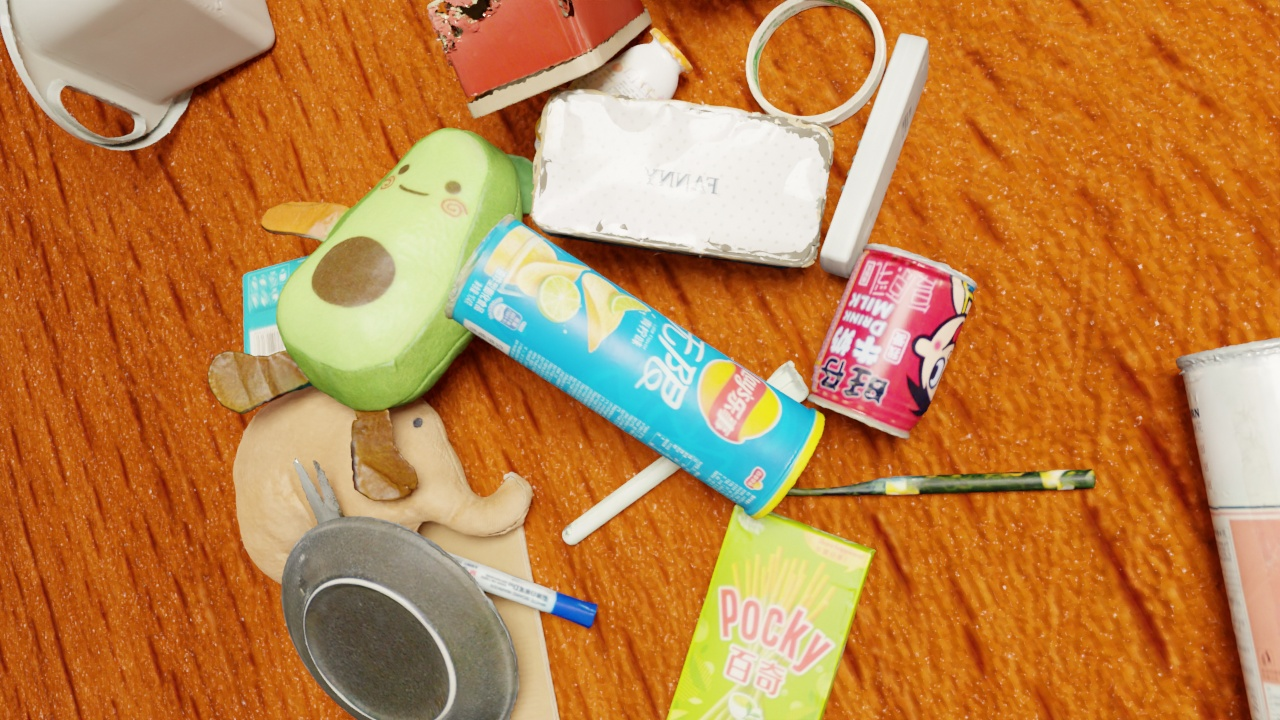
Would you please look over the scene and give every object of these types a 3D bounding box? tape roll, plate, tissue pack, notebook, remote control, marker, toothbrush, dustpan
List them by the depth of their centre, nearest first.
[{"bbox_3d":[0.157,0.068,0.525,0.186,0.012,0.017,-5,71,22],"label":"toothbrush"},{"bbox_3d":[0.135,-0.114,0.530,0.019,0.056,0.135,20,93,17],"label":"remote control"},{"bbox_3d":[0.108,-0.187,0.572,0.086,0.014,0.085,-3,83,22],"label":"tape roll"},{"bbox_3d":[0.023,0.064,0.577,0.190,0.020,0.029,-37,47,16],"label":"toothbrush"},{"bbox_3d":[-0.162,0.182,0.584,0.180,0.024,0.180,9,115,20],"label":"plate"},{"bbox_3d":[-0.098,0.140,0.586,0.146,0.017,0.017,20,92,-3],"label":"marker"},{"bbox_3d":[-0.129,0.211,0.628,0.150,0.012,0.211,-17,77,20],"label":"notebook"},{"bbox_3d":[-0.231,-0.031,0.676,0.134,0.050,0.093,-12,78,21],"label":"tissue pack"},{"bbox_3d":[-0.393,-0.304,0.687,0.143,0.222,0.257,-22,87,7],"label":"dustpan"}]

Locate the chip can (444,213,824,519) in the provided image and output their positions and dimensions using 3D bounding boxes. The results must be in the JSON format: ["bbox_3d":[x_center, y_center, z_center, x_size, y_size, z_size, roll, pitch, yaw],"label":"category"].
[{"bbox_3d":[-0.003,0.003,0.517,0.210,0.071,0.071,33,97,0],"label":"chip can"}]

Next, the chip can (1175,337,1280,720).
[{"bbox_3d":[0.309,0.099,0.426,0.071,0.071,0.214,-9,81,21],"label":"chip can"}]

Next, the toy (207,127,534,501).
[{"bbox_3d":[-0.156,-0.047,0.587,0.227,0.090,0.246,26,78,12],"label":"toy"}]

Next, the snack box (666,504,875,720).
[{"bbox_3d":[0.074,0.171,0.540,0.086,0.026,0.156,18,91,22],"label":"snack box"}]

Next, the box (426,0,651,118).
[{"bbox_3d":[-0.060,-0.215,0.554,0.091,0.168,0.080,-15,114,20],"label":"box"}]

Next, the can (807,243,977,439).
[{"bbox_3d":[0.138,-0.010,0.511,0.066,0.066,0.094,23,93,23],"label":"can"}]

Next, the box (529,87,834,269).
[{"bbox_3d":[0.016,-0.105,0.539,0.184,0.061,0.090,10,96,2],"label":"box"}]

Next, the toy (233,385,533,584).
[{"bbox_3d":[-0.185,0.078,0.629,0.226,0.082,0.143,-9,91,22],"label":"toy"}]

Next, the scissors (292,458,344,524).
[{"bbox_3d":[-0.178,0.141,0.598,0.146,0.014,0.172,29,123,6],"label":"scissors"}]

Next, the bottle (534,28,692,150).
[{"bbox_3d":[-0.016,-0.162,0.594,0.108,0.063,0.063,-43,70,13],"label":"bottle"}]
